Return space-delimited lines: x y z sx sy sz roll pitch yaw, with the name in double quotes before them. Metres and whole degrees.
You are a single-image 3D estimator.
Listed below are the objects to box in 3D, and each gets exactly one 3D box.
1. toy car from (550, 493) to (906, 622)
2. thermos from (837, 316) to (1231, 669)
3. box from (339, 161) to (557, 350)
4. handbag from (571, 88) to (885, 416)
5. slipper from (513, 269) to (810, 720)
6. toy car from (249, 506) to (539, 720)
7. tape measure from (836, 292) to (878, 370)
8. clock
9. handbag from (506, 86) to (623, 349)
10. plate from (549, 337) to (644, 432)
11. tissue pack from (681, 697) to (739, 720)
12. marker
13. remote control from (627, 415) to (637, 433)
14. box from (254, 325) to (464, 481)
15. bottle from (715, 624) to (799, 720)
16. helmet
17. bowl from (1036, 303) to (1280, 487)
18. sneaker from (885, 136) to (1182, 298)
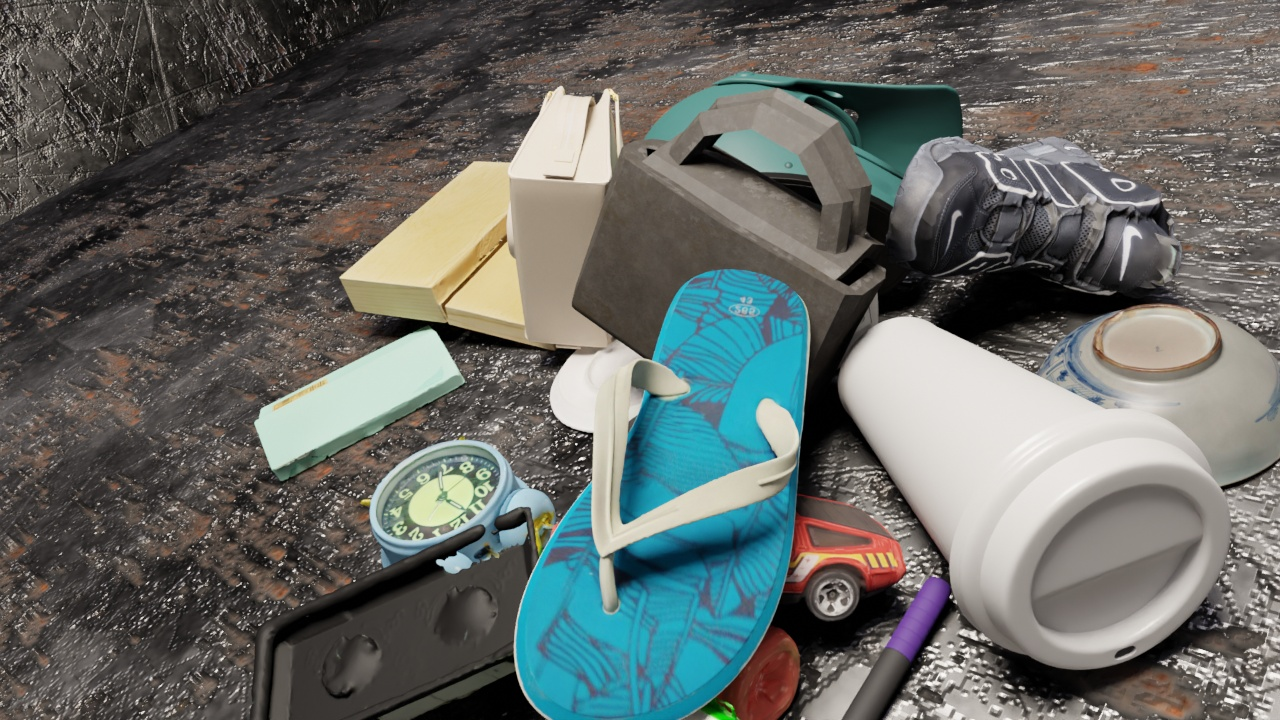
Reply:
"toy car" 0.045 0.105 0.510 0.189 0.056 0.081 -1 8 -6
"thermos" 0.191 0.052 0.507 0.131 0.131 0.221 -23 26 -2
"box" -0.138 -0.120 0.965 0.254 0.068 0.246 16 47 21
"handbag" 0.070 -0.084 0.628 0.197 0.200 0.102 36 36 18
"slipper" 0.030 0.046 0.470 0.118 0.060 0.294 17 53 8
"toy car" -0.130 0.171 0.543 0.192 0.071 0.094 -27 45 8
"tape measure" 0.155 -0.032 0.693 0.062 0.060 0.020 -35 35 -25
"clock" -0.123 0.117 0.639 0.117 0.060 0.162 -36 40 -24
"handbag" -0.053 -0.142 0.799 0.101 0.195 0.197 5 46 3
"plate" -0.005 0.005 0.773 0.157 0.014 0.156 -15 33 10
"tissue pack" -0.007 0.200 0.440 0.100 0.034 0.114 17 80 43
"marker" 0.125 0.164 0.470 0.015 0.018 0.133 16 51 40
"remote control" 0.030 0.078 0.644 0.045 0.021 0.140 -30 35 -11
"box" -0.271 0.027 0.871 0.186 0.052 0.139 -29 40 -14
"bottle" 0.018 0.157 0.508 0.134 0.048 0.071 11 26 42
"helmet" 0.130 -0.151 0.780 0.275 0.177 0.199 2 43 15
"bowl" 0.309 0.008 0.552 0.151 0.057 0.150 -15 34 10
"sneaker" 0.284 -0.087 0.632 0.251 0.097 0.151 -13 36 -39
